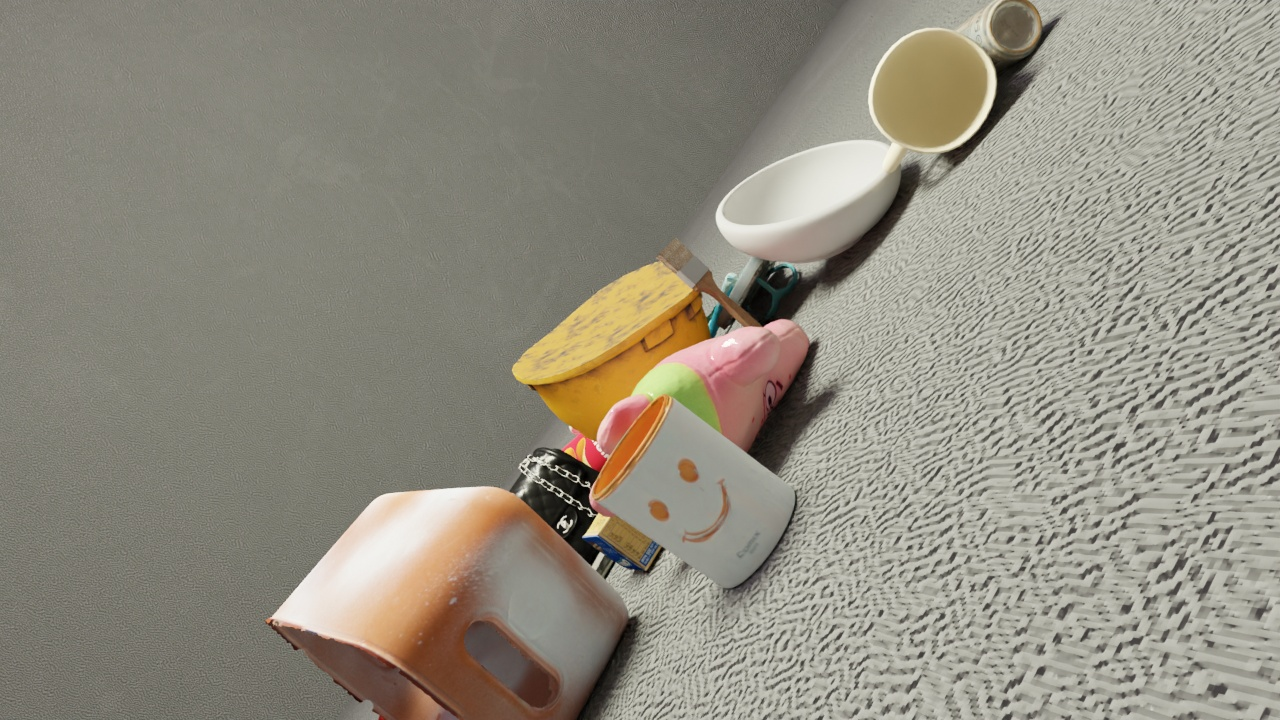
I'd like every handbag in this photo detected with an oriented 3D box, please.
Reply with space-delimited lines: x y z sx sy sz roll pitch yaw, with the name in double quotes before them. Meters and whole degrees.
"handbag" -0.095 0.172 0.979 0.153 0.125 0.115 -56 7 -23

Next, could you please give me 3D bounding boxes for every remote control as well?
"remote control" -0.044 0.212 0.901 0.136 0.013 0.033 -58 6 -23

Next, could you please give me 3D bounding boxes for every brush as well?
"brush" 0.077 -0.060 0.877 0.008 0.143 0.045 -47 0 35

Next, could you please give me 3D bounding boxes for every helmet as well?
"helmet" -0.006 0.006 0.945 0.206 0.131 0.254 -18 18 27

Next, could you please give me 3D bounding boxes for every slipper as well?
"slipper" 0.132 -0.070 1.018 0.098 0.055 0.268 -57 -5 8

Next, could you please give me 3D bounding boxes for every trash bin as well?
"trash bin" -0.154 0.210 0.743 0.260 0.181 0.157 -13 35 52

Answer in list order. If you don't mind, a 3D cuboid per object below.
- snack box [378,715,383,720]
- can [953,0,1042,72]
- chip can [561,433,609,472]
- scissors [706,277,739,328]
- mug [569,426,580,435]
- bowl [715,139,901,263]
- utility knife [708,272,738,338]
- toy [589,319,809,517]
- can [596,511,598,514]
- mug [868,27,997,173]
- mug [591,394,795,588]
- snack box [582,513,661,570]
"snack box" -0.240 0.393 0.939 0.072 0.072 0.121 -160 85 -83
"can" 0.299 -0.276 0.816 0.054 0.054 0.135 -54 6 -3
"chip can" -0.049 0.110 1.080 0.221 0.069 0.069 -42 10 20
"scissors" 0.114 -0.076 1.217 0.202 0.015 0.202 -54 0 -42
"mug" -0.032 0.075 1.138 0.088 0.114 0.081 -43 54 31
"bowl" 0.164 -0.141 0.874 0.177 0.066 0.176 -20 27 11
"utility knife" 0.083 -0.031 1.082 0.022 0.015 0.177 -45 -21 -47
"toy" 0.060 0.034 0.716 0.236 0.097 0.192 -34 -26 -35
"can" -0.006 0.124 0.903 0.054 0.054 0.137 -51 7 25
"mug" 0.237 -0.215 0.774 0.120 0.096 0.099 -64 -5 20
"mug" 0.034 0.084 0.591 0.082 0.105 0.082 -53 7 9
"snack box" 0.032 0.088 0.821 0.206 0.057 0.056 -55 7 -20
